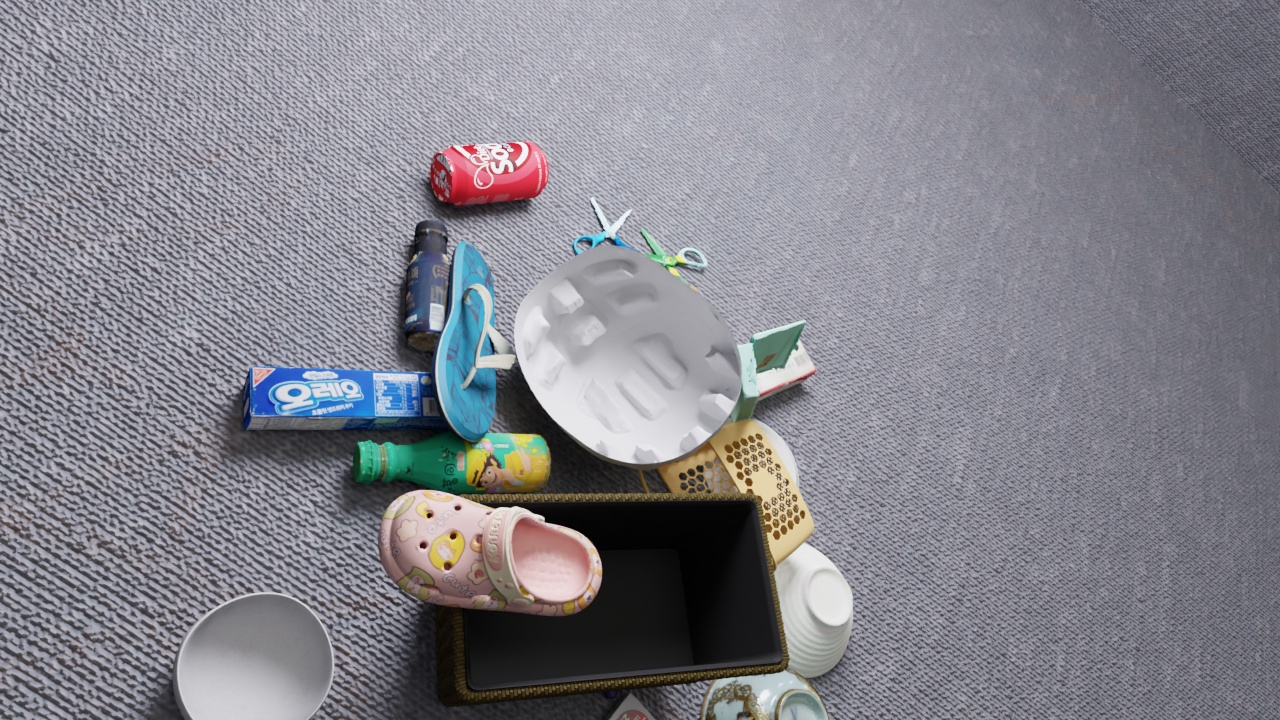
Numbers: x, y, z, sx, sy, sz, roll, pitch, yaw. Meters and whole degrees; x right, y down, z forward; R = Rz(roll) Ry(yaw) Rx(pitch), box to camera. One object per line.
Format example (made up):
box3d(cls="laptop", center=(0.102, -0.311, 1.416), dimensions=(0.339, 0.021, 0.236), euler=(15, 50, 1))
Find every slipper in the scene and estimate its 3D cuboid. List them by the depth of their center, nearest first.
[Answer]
box3d(cls="slipper", center=(-0.117, 0.161, 0.765), dimensions=(0.197, 0.082, 0.093), euler=(19, 60, -18))
box3d(cls="slipper", center=(-0.179, -0.029, 1.047), dimensions=(0.118, 0.060, 0.294), euler=(64, 15, -45))

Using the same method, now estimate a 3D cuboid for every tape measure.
box3d(cls="tape measure", center=(-0.014, 0.406, 1.003), dimensions=(0.062, 0.020, 0.060), euler=(47, 57, -1))

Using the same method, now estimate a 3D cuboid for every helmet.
box3d(cls="helmet", center=(-0.006, 0.007, 1.072), dimensions=(0.224, 0.184, 0.282), euler=(-47, 50, -8))

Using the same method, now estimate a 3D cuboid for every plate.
box3d(cls="plate", center=(0.154, 0.148, 1.241), dimensions=(0.156, 0.014, 0.156), euler=(13, 61, -25))

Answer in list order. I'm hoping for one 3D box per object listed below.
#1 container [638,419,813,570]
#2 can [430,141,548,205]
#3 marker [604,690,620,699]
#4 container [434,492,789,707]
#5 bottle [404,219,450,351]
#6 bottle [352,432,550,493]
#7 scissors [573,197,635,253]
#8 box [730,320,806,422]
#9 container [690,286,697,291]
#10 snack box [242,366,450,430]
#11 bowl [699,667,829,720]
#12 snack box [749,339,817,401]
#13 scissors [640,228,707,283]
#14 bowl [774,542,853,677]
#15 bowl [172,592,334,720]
box3d(cls="container", center=(0.098, 0.180, 1.116), dimensions=(0.166, 0.130, 0.183), euler=(-22, 79, -34))
box3d(cls="can", center=(-0.194, -0.243, 1.192), dimensions=(0.142, 0.075, 0.074), euler=(-13, 74, -35))
box3d(cls="marker", center=(-0.050, 0.312, 1.031), dimensions=(0.015, 0.018, 0.134), euler=(32, 37, -70))
box3d(cls="container", center=(-0.051, 0.248, 0.926), dimensions=(0.320, 0.206, 0.176), euler=(3, 65, -23))
box3d(cls="bottle", center=(-0.250, -0.091, 1.092), dimensions=(0.056, 0.056, 0.160), euler=(9, 62, -27))
box3d(cls="bottle", center=(-0.206, 0.113, 1.007), dimensions=(0.209, 0.068, 0.068), euler=(4, 64, -30))
box3d(cls="scissors", center=(-0.038, -0.171, 1.288), dimensions=(0.129, 0.014, 0.127), euler=(38, 52, -4))
box3d(cls="box", center=(0.154, 0.021, 1.134), dimensions=(0.109, 0.187, 0.078), euler=(-23, 76, -7))
box3d(cls="container", center=(0.054, -0.047, 1.250), dimensions=(0.063, 0.061, 0.114), euler=(-7, 70, -34))
box3d(cls="snack box", center=(-0.305, 0.043, 0.990), dimensions=(0.226, 0.060, 0.059), euler=(2, 69, -30))
box3d(cls="bowl", center=(0.160, 0.421, 1.054), dimensions=(0.159, 0.094, 0.159), euler=(13, 60, -25))
box3d(cls="snack box", center=(0.128, 0.030, 1.269), dimensions=(0.272, 0.044, 0.076), euler=(-20, 77, -36))
box3d(cls="scissors", center=(0.045, -0.146, 1.326), dimensions=(0.121, 0.012, 0.128), euler=(-34, 85, -35))
box3d(cls="bowl", center=(0.219, 0.306, 1.164), dimensions=(0.177, 0.071, 0.177), euler=(14, 60, -26))
box3d(cls="bowl", center=(-0.352, 0.283, 0.833), dimensions=(0.131, 0.065, 0.131), euler=(14, 60, -25))
